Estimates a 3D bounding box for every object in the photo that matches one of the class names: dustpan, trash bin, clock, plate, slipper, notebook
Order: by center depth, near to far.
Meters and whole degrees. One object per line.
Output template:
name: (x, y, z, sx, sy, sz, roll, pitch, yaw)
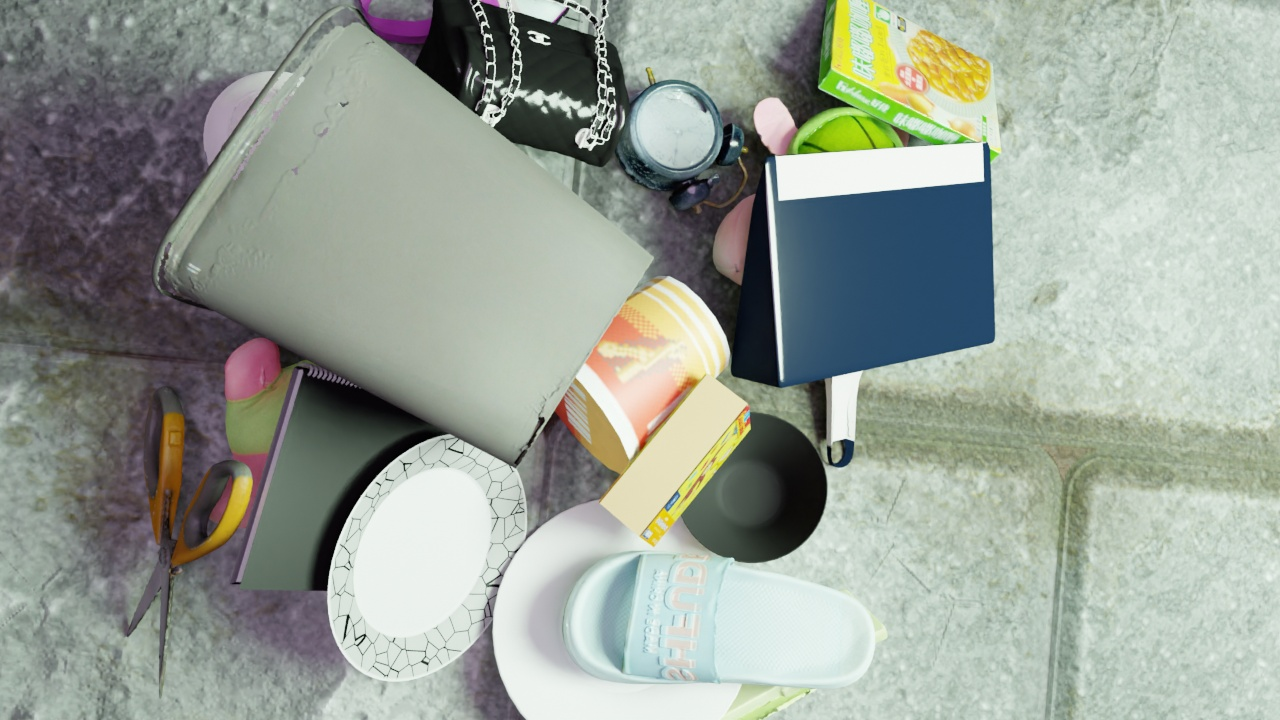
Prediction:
trash bin: (-0.128, -0.057, 0.576, 0.220, 0.197, 0.197, 33, 86, -3)
notebook: (-0.183, 0.095, 0.672, 0.206, 0.016, 0.149, 21, 82, -54)
plate: (-0.158, 0.146, 0.693, 0.188, 0.016, 0.189, -21, 117, -49)
slipper: (0.064, 0.199, 0.707, 0.245, 0.074, 0.103, 7, 64, -3)
plate: (-0.014, 0.214, 0.744, 0.208, 0.015, 0.208, 2, 65, -4)
dustpan: (0.184, -0.035, 0.771, 0.235, 0.080, 0.273, -10, 101, -28)
clock: (0.035, -0.182, 0.779, 0.129, 0.052, 0.090, 39, 81, -14)

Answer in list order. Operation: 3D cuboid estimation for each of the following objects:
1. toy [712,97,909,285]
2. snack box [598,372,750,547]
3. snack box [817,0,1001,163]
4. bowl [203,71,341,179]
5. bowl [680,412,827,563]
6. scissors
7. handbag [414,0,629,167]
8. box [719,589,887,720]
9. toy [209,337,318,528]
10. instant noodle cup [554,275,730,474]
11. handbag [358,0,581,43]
toy: (0.159, -0.138, 0.786, 0.237, 0.088, 0.190, -28, 111, -21)
snack box: (0.030, 0.080, 0.717, 0.040, 0.088, 0.125, 38, 82, 16)
snack box: (0.237, -0.250, 0.805, 0.168, 0.027, 0.131, 22, 52, -11)
bowl: (-0.277, -0.168, 0.701, 0.113, 0.063, 0.113, 0, 88, -12)
bowl: (0.094, 0.110, 0.775, 0.124, 0.052, 0.124, -2, 74, 7)
scissors: (-0.324, 0.121, 0.647, 0.016, 0.226, 0.225, 8, 72, -46)
handbag: (-0.078, -0.221, 0.689, 0.153, 0.115, 0.125, 10, 42, -30)
box: (0.115, 0.274, 0.783, 0.188, 0.091, 0.083, -24, 117, -9)
toy: (-0.231, 0.085, 0.696, 0.191, 0.097, 0.237, -19, 107, -24)
instant noodle cup: (-0.004, 0.004, 0.734, 0.121, 0.124, 0.123, -38, 97, -19)
handbag: (-0.143, -0.310, 0.739, 0.170, 0.068, 0.144, -24, 95, -6)
